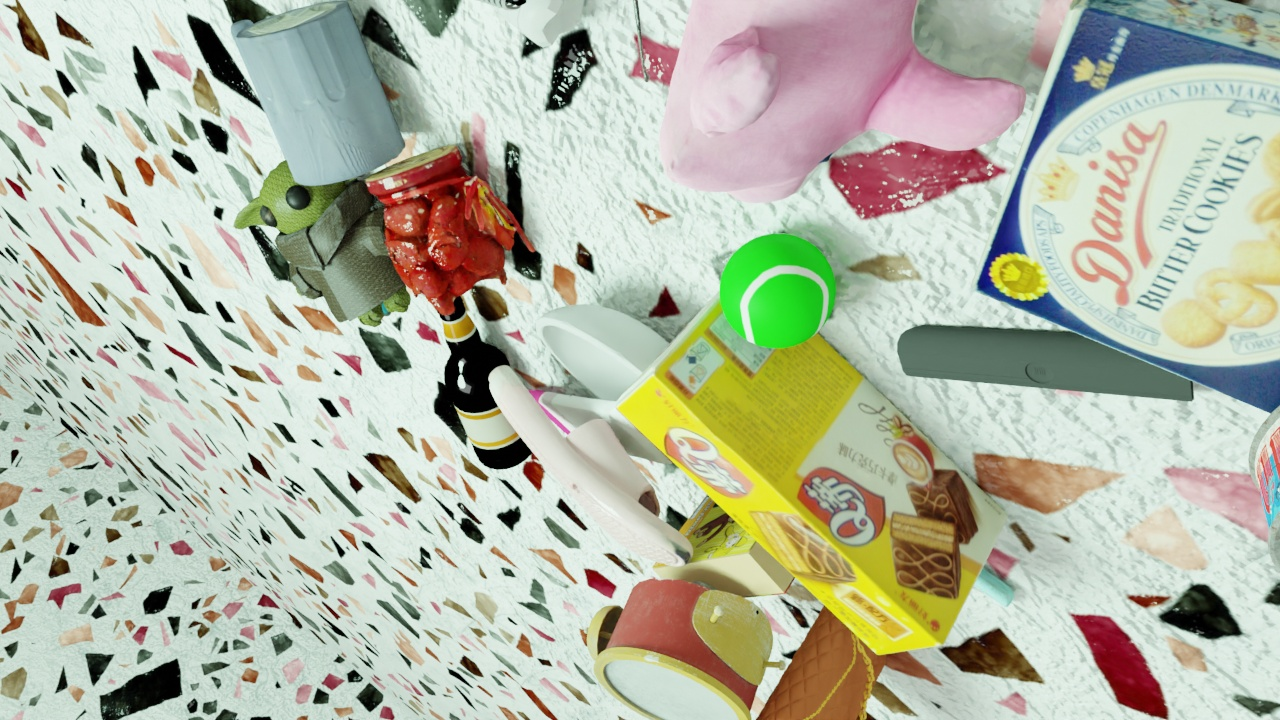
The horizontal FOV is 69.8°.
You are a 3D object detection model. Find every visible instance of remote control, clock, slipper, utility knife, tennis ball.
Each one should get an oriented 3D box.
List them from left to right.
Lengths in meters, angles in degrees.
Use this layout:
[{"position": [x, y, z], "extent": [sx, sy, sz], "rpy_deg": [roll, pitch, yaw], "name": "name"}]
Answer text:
[{"position": [-0.039, 0.078, 0.701], "extent": [0.221, 0.055, 0.107], "rpy_deg": [41, 166, 28], "name": "slipper"}, {"position": [0.025, 0.214, 0.681], "extent": [0.117, 0.081, 0.159], "rpy_deg": [45, 140, -21], "name": "clock"}, {"position": [0.078, -0.039, 0.521], "extent": [0.065, 0.065, 0.065], "rpy_deg": [27, 144, 22], "name": "tennis ball"}, {"position": [0.185, 0.115, 0.632], "extent": [0.165, 0.015, 0.022], "rpy_deg": [37, 178, 11], "name": "utility knife"}, {"position": [0.206, 0.001, 0.479], "extent": [0.147, 0.015, 0.033], "rpy_deg": [6, 132, 42], "name": "remote control"}]

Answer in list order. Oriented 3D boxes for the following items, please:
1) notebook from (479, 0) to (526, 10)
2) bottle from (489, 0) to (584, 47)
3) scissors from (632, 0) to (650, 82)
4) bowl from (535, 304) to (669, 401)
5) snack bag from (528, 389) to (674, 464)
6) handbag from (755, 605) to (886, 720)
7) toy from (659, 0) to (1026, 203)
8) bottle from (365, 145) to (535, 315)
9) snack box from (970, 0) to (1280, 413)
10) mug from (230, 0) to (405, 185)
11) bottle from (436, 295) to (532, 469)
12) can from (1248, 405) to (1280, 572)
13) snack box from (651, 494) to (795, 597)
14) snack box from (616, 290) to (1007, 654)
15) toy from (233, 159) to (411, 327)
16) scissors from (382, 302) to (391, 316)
[{"position": [-0.132, -0.279, 0.463], "extent": [0.207, 0.016, 0.149], "rpy_deg": [26, 121, 23], "name": "notebook"}, {"position": [-0.092, -0.228, 0.502], "extent": [0.136, 0.044, 0.044], "rpy_deg": [39, 147, 5], "name": "bottle"}, {"position": [-0.008, -0.215, 0.416], "extent": [0.141, 0.014, 0.175], "rpy_deg": [-129, 26, -64], "name": "scissors"}, {"position": [-0.004, 0.004, 0.659], "extent": [0.149, 0.043, 0.150], "rpy_deg": [35, 165, 10], "name": "bowl"}, {"position": [-0.037, 0.050, 0.749], "extent": [0.070, 0.016, 0.197], "rpy_deg": [44, 162, -23], "name": "snack bag"}, {"position": [0.137, 0.264, 0.704], "extent": [0.060, 0.171, 0.109], "rpy_deg": [17, 139, 34], "name": "handbag"}, {"position": [0.061, -0.141, 0.363], "extent": [0.186, 0.127, 0.266], "rpy_deg": [40, 149, 14], "name": "toy"}, {"position": [-0.139, -0.095, 0.669], "extent": [0.099, 0.098, 0.111], "rpy_deg": [4, 121, 44], "name": "bottle"}, {"position": [0.224, -0.062, 0.366], "extent": [0.145, 0.042, 0.145], "rpy_deg": [26, 143, 22], "name": "snack box"}, {"position": [-0.239, -0.192, 0.657], "extent": [0.124, 0.083, 0.104], "rpy_deg": [17, 134, 38], "name": "mug"}, {"position": [-0.143, 0.017, 0.818], "extent": [0.059, 0.059, 0.182], "rpy_deg": [18, 140, 32], "name": "bottle"}, {"position": [0.317, 0.051, 0.356], "extent": [0.130, 0.044, 0.130], "rpy_deg": [10, 140, 8], "name": "can"}, {"position": [0.078, 0.133, 0.694], "extent": [0.040, 0.088, 0.126], "rpy_deg": [48, 146, -9], "name": "snack box"}, {"position": [0.106, 0.063, 0.566], "extent": [0.230, 0.109, 0.062], "rpy_deg": [43, 147, -1], "name": "snack box"}, {"position": [-0.254, -0.100, 0.773], "extent": [0.180, 0.078, 0.153], "rpy_deg": [-21, 115, 30], "name": "toy"}, {"position": [-0.274, -0.097, 0.861], "extent": [0.124, 0.019, 0.155], "rpy_deg": [45, 148, -6], "name": "scissors"}]
